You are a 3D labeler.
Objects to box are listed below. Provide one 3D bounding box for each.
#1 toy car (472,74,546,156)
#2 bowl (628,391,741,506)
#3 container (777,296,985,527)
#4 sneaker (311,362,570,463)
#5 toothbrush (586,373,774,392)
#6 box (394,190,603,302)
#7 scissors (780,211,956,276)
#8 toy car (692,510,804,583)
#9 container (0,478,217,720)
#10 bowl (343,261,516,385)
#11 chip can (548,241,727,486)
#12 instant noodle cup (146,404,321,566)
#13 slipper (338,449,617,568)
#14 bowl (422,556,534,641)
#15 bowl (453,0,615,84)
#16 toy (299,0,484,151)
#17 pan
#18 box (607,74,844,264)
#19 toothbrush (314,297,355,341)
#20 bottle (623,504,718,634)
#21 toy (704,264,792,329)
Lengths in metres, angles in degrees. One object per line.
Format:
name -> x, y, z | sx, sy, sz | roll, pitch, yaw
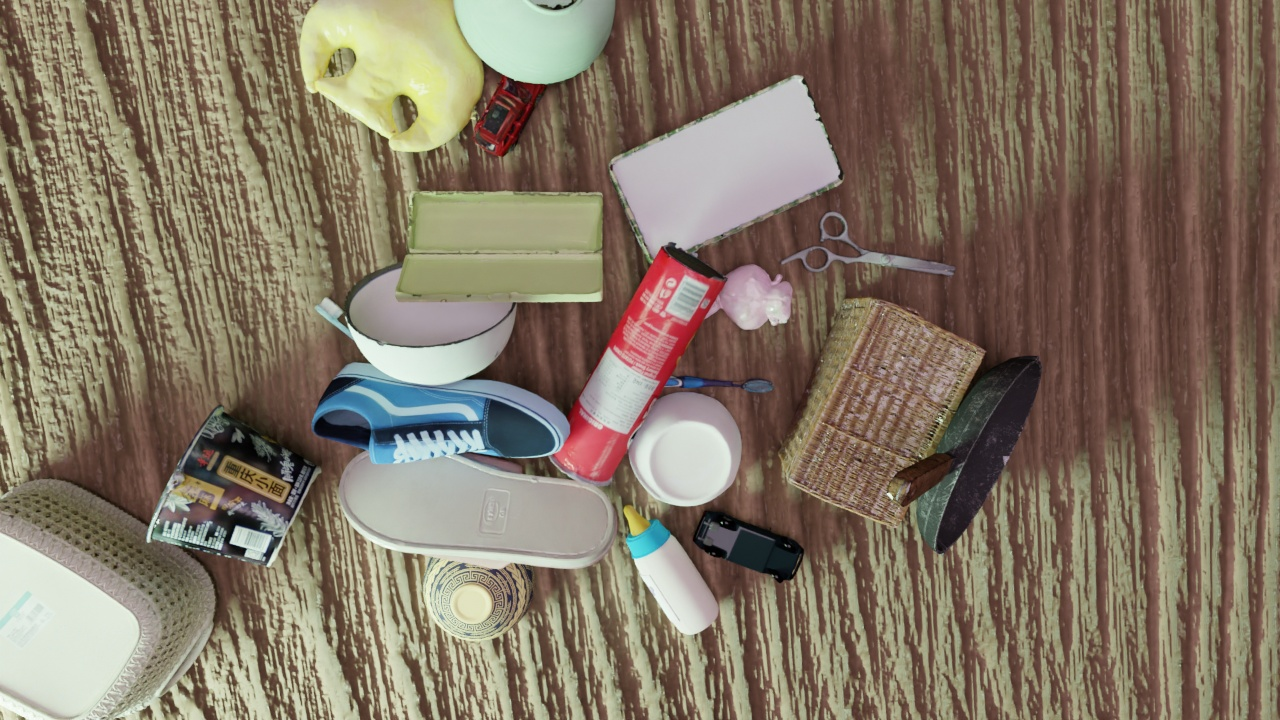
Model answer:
toy car -> -0.125, -0.239, 0.868 | 0.042, 0.036, 0.091 | 30, 90, -5
bowl -> 0.046, 0.092, 0.903 | 0.116, 0.065, 0.116 | 0, 98, -2
container -> 0.220, 0.043, 0.878 | 0.114, 0.112, 0.198 | 23, 97, -5
sneaker -> -0.190, 0.071, 0.849 | 0.241, 0.098, 0.084 | 9, 134, 12
toothbrush -> 0.040, 0.022, 0.917 | 0.189, 0.017, 0.016 | 3, 99, -3
box -> -0.127, -0.102, 0.857 | 0.187, 0.141, 0.044 | -1, 142, -3
scissors -> 0.226, -0.094, 0.909 | 0.170, 0.014, 0.095 | 32, 94, -3
toy car -> 0.110, 0.188, 0.935 | 0.112, 0.034, 0.046 | 21, 96, -4
container -> -0.546, 0.233, 0.865 | 0.246, 0.143, 0.184 | 33, 82, -6
bowl -> -0.189, -0.029, 0.847 | 0.153, 0.153, 0.073 | -1, 126, -2
chip can -> -0.005, 0.005, 0.863 | 0.073, 0.073, 0.233 | 28, 107, -6
instant noodle cup -> -0.378, 0.128, 0.868 | 0.112, 0.137, 0.137 | 27, 96, -15
slipper -> -0.158, 0.145, 0.891 | 0.274, 0.054, 0.114 | 10, 65, 6
bowl -> -0.165, 0.232, 0.918 | 0.112, 0.061, 0.112 | 0, 98, -2
bowl -> -0.087, -0.330, 0.816 | 0.150, 0.077, 0.151 | -1, 92, -17
toy -> -0.218, -0.280, 0.841 | 0.170, 0.064, 0.155 | 36, 88, -12
pan -> 0.272, 0.086, 0.801 | 0.040, 0.356, 0.208 | 29, 106, 31
box -> 0.081, -0.180, 0.876 | 0.205, 0.050, 0.117 | -26, 96, 2
toothbrush -> -0.247, 0.003, 0.906 | 0.180, 0.016, 0.016 | 43, 86, -6
bottle -> 0.024, 0.207, 0.927 | 0.051, 0.051, 0.146 | -32, 98, 2
toy -> 0.093, -0.064, 0.894 | 0.110, 0.047, 0.063 | 9, 95, 8
